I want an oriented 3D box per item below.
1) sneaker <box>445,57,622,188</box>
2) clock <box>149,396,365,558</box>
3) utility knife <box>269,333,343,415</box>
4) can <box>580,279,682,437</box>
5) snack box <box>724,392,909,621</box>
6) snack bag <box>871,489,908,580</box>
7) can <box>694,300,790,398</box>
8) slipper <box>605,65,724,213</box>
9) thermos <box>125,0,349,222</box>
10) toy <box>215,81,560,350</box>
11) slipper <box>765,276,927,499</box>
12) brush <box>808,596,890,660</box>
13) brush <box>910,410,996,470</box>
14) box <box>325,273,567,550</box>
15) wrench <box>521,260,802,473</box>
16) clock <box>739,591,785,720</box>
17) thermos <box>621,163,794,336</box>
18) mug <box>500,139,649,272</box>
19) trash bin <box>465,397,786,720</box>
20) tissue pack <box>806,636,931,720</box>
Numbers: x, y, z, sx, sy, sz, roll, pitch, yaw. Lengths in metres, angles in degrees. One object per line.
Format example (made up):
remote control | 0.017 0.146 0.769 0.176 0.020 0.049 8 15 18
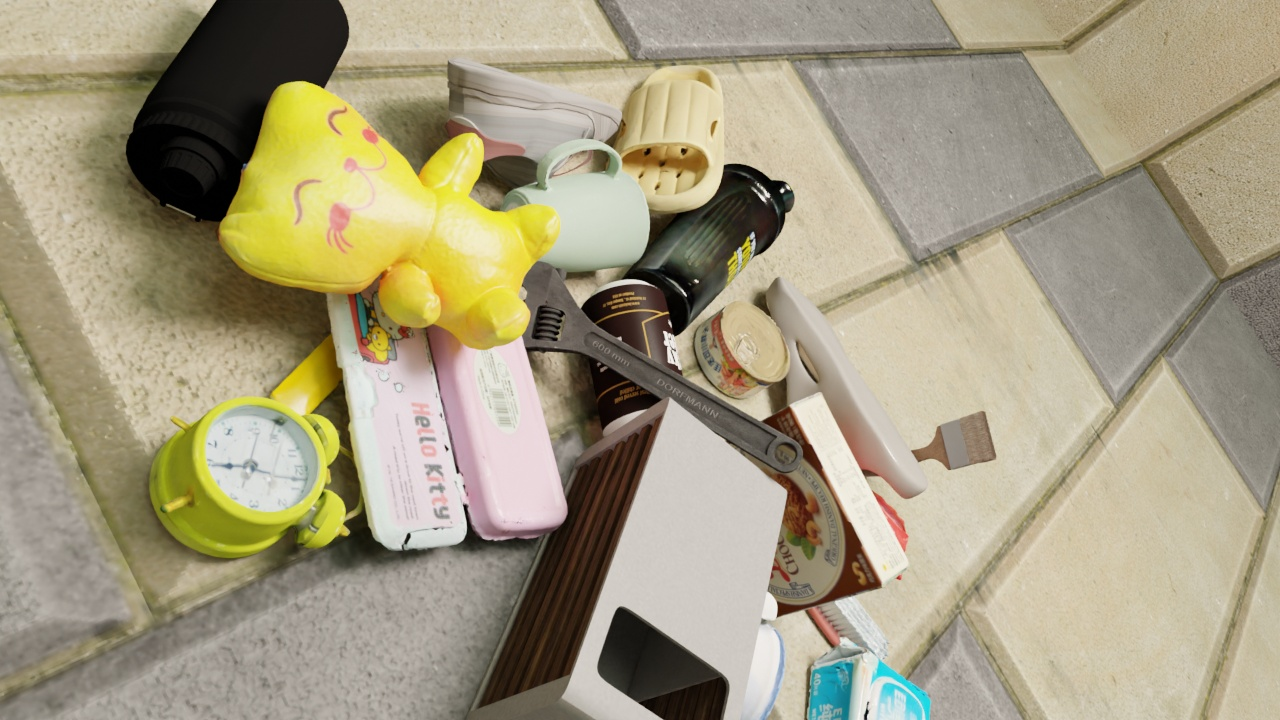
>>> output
sneaker | -0.093 -0.193 0.787 0.099 0.089 0.235 23 16 20
clock | -0.212 0.066 0.520 0.119 0.057 0.083 15 52 -44
utility knife | -0.198 -0.009 0.610 0.030 0.017 0.158 39 40 -9
can | -0.004 0.004 0.736 0.071 0.072 0.128 9 59 -39
snack box | 0.113 0.118 0.712 0.041 0.147 0.143 -19 78 -41
snack bag | 0.161 0.125 0.801 0.176 0.083 0.082 46 42 -10
can | 0.095 -0.010 0.857 0.086 0.043 0.086 23 50 -30
slipper | 0.026 -0.239 0.890 0.260 0.111 0.079 -79 163 -47
thermos | -0.265 -0.173 0.604 0.086 0.086 0.198 29 48 -25
toy | -0.153 -0.085 0.581 0.193 0.088 0.134 22 66 -26
slipper | 0.175 0.034 0.889 0.113 0.081 0.265 30 28 -53
brush | 0.152 0.194 0.787 0.172 0.030 0.040 50 42 -4
brush | 0.270 0.088 0.877 0.008 0.143 0.045 6 69 -38
box | -0.130 0.025 0.617 0.152 0.037 0.201 8 59 -51
wrench | -0.001 0.006 0.684 0.273 0.018 0.073 30 81 14
clock | 0.060 0.207 0.652 0.052 0.089 0.125 30 48 -16
thermos | 0.061 -0.109 0.861 0.098 0.098 0.220 47 48 -8
mug | -0.055 -0.126 0.750 0.103 0.111 0.084 -11 39 -36
trash bin | -0.001 0.158 0.606 0.114 0.115 0.228 39 44 -17
tissue pack | 0.180 0.298 0.719 0.093 0.062 0.144 35 45 -20
